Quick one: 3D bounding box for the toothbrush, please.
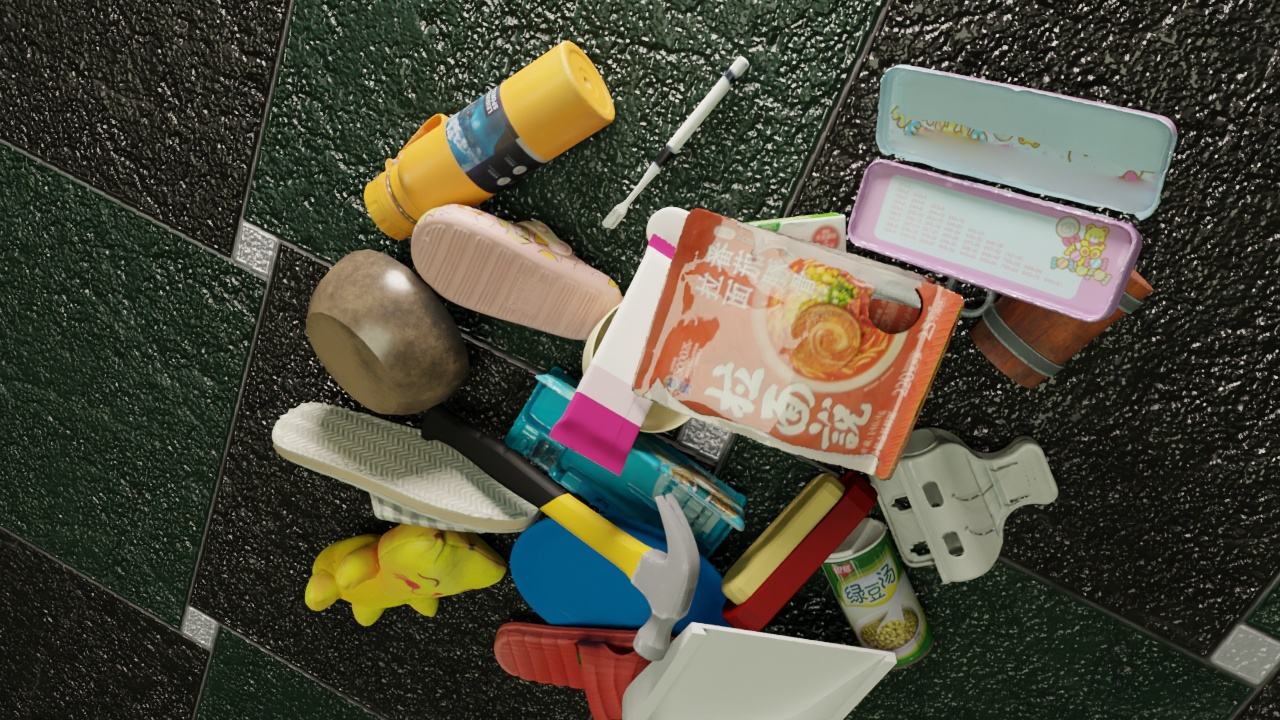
[{"bbox_3d":[0.027,-0.183,0.785,0.012,0.017,0.187,42,113,-3],"label":"toothbrush"}]

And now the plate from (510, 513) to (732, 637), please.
[{"bbox_3d":[-0.017,0.218,0.895,0.224,0.024,0.225,10,132,11],"label":"plate"}]

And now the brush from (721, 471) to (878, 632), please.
[{"bbox_3d":[0.132,0.162,0.803,0.042,0.082,0.173,43,89,3],"label":"brush"}]

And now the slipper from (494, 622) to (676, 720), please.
[{"bbox_3d":[-0.043,0.323,0.933,0.249,0.059,0.104,0,124,21],"label":"slipper"}]

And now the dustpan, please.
[{"bbox_3d":[0.085,0.330,0.843,0.191,0.053,0.259,13,138,-16],"label":"dustpan"}]

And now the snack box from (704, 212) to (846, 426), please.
[{"bbox_3d":[0.110,-0.034,0.778,0.132,0.027,0.168,-7,106,-6],"label":"snack box"}]

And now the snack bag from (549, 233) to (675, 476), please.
[{"bbox_3d":[-0.004,-0.007,0.767,0.070,0.016,0.196,31,74,-19],"label":"snack bag"}]

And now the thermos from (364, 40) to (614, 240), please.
[{"bbox_3d":[-0.138,-0.189,0.808,0.233,0.091,0.076,-27,126,22],"label":"thermos"}]

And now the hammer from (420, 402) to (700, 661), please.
[{"bbox_3d":[-0.082,0.123,0.823,0.324,0.029,0.127,30,105,29],"label":"hammer"}]

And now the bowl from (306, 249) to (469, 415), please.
[{"bbox_3d":[-0.241,-0.017,0.850,0.162,0.070,0.162,27,142,24],"label":"bowl"}]

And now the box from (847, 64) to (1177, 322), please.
[{"bbox_3d":[0.261,-0.127,0.674,0.214,0.040,0.151,27,124,36],"label":"box"}]

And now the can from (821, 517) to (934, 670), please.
[{"bbox_3d":[0.211,0.209,0.827,0.067,0.067,0.121,-23,100,22],"label":"can"}]

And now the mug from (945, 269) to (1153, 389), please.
[{"bbox_3d":[0.309,-0.052,0.716,0.117,0.081,0.111,47,118,18],"label":"mug"}]

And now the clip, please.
[{"bbox_3d":[0.273,0.119,0.776,0.152,0.105,0.126,-18,104,31],"label":"clip"}]

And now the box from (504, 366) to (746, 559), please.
[{"bbox_3d":[-0.007,0.090,0.849,0.227,0.086,0.169,35,148,4],"label":"box"}]

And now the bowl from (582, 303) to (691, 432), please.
[{"bbox_3d":[-0.005,0.005,0.818,0.074,0.117,0.118,-7,111,64],"label":"bowl"}]

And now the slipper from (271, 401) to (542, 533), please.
[{"bbox_3d":[-0.227,0.109,0.900,0.272,0.114,0.054,18,118,1],"label":"slipper"}]

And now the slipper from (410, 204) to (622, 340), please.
[{"bbox_3d":[-0.108,-0.085,0.829,0.197,0.081,0.093,24,129,-18],"label":"slipper"}]

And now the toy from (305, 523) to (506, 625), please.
[{"bbox_3d":[-0.243,0.212,0.956,0.194,0.087,0.134,-22,142,26],"label":"toy"}]

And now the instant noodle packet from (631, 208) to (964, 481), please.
[{"bbox_3d":[0.119,-0.017,0.742,0.221,0.084,0.164,18,107,-4],"label":"instant noodle packet"}]

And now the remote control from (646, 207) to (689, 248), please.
[{"bbox_3d":[0.069,-0.094,0.803,0.136,0.013,0.043,25,112,8],"label":"remote control"}]
